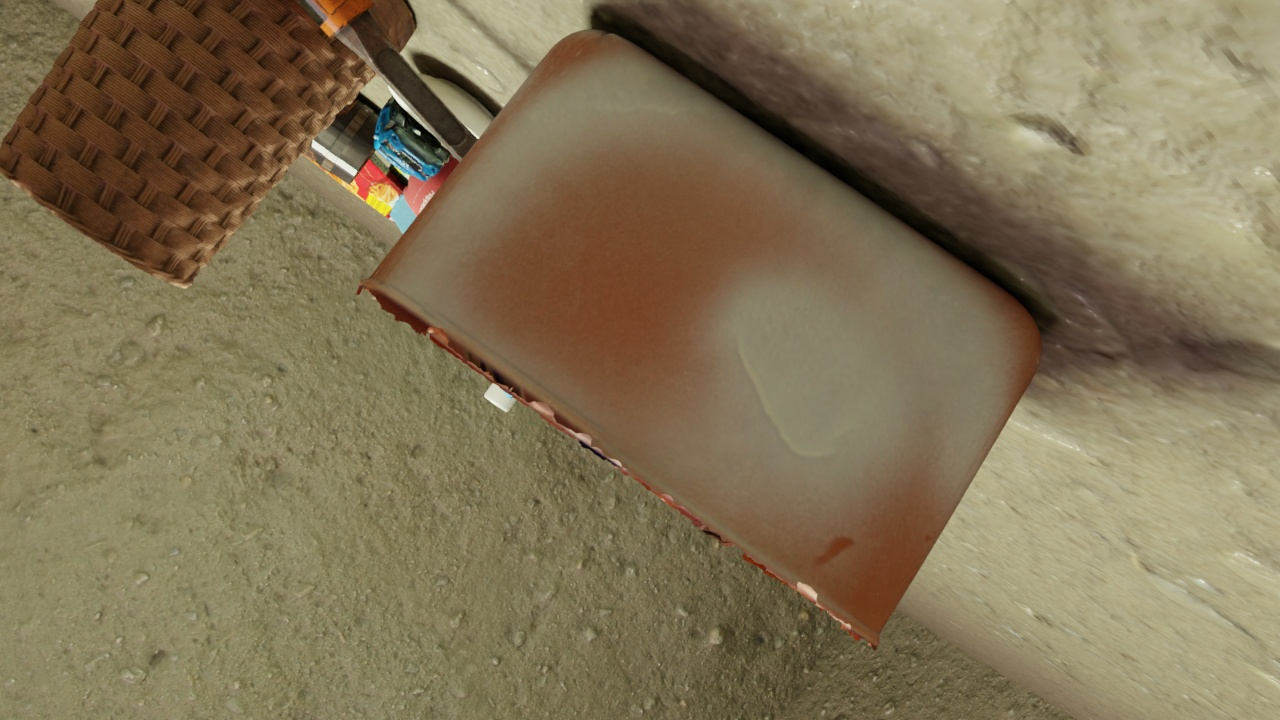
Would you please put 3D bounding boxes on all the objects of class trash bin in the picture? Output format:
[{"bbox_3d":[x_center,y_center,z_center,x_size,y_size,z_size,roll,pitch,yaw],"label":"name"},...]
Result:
[{"bbox_3d":[-0.256,-0.164,0.540,0.151,0.210,0.151,35,174,4],"label":"trash bin"},{"bbox_3d":[0.028,-0.012,0.440,0.260,0.157,0.181,34,174,4],"label":"trash bin"}]

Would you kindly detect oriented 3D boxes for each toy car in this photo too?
[{"bbox_3d":[-0.185,-0.175,0.732,0.056,0.044,0.120,39,-169,-30],"label":"toy car"}]

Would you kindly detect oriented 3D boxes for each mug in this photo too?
[{"bbox_3d":[-0.311,-0.243,0.914,0.107,0.080,0.115,36,-158,-18],"label":"mug"}]

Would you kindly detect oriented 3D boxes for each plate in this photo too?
[{"bbox_3d":[-0.129,-0.172,0.653,0.104,0.026,0.104,36,174,4],"label":"plate"}]

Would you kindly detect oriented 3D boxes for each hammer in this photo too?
[{"bbox_3d":[-0.174,-0.183,0.467,0.314,0.137,0.035,47,171,-26],"label":"hammer"}]

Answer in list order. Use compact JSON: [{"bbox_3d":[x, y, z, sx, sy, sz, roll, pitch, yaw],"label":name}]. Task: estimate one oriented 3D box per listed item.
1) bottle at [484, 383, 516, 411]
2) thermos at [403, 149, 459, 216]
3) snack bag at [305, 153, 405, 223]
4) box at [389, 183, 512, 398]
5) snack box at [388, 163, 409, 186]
[{"bbox_3d":[-0.129,-0.016,1.134,0.046,0.173,0.084,33,174,15],"label":"bottle"},{"bbox_3d":[-0.103,-0.075,0.779,0.240,0.073,0.073,50,176,9],"label":"thermos"},{"bbox_3d":[-0.307,-0.213,1.040,0.208,0.066,0.139,43,167,-28],"label":"snack bag"},{"bbox_3d":[-0.131,-0.087,0.893,0.112,0.094,0.231,-17,-113,-52],"label":"box"},{"bbox_3d":[-0.214,-0.176,1.062,0.168,0.027,0.132,38,173,-21],"label":"snack box"}]
